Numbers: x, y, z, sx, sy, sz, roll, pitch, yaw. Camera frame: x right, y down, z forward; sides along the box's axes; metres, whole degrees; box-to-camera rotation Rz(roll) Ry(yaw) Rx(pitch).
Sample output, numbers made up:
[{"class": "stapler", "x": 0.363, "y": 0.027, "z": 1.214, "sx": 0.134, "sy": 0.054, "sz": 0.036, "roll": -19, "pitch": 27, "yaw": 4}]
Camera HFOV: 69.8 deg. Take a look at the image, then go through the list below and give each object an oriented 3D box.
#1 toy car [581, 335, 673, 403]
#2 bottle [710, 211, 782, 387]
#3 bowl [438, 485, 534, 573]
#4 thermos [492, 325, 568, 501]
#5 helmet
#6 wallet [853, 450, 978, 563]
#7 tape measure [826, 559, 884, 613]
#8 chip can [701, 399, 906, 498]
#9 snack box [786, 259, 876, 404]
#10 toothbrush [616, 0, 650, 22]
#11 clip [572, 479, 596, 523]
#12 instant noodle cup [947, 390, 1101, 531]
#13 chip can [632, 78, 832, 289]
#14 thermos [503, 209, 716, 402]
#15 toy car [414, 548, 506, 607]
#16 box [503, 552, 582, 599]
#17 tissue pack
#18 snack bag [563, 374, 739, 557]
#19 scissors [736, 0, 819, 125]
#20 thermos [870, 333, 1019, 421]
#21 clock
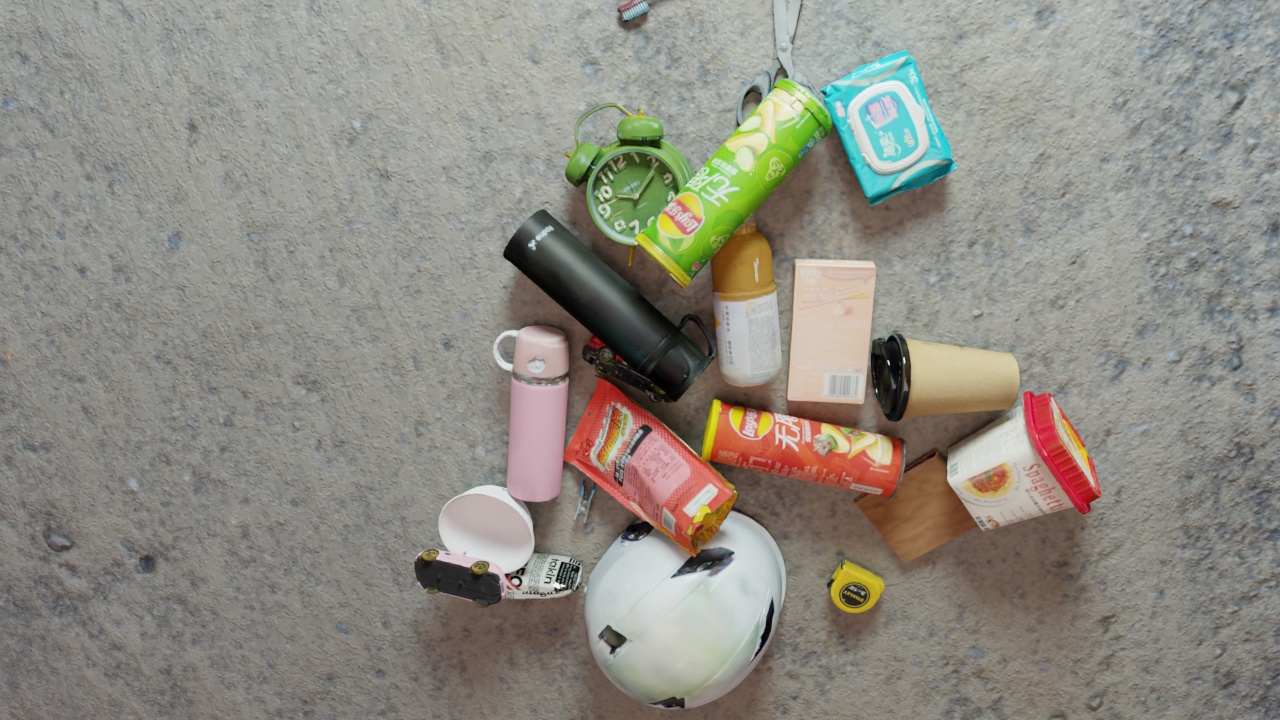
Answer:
[{"class": "toy car", "x": -0.006, "y": 0.006, "z": 1.023, "sx": 0.120, "sy": 0.053, "sz": 0.045, "roll": 30, "pitch": 72, "yaw": -2}, {"class": "bottle", "x": 0.110, "y": -0.068, "z": 0.971, "sx": 0.068, "sy": 0.068, "sz": 0.190, "roll": -4, "pitch": 106, "yaw": 9}, {"class": "bowl", "x": -0.175, "y": 0.191, "z": 1.103, "sx": 0.118, "sy": 0.064, "sz": 0.118, "roll": 6, "pitch": 118, "yaw": 11}, {"class": "thermos", "x": -0.127, "y": 0.059, "z": 1.052, "sx": 0.087, "sy": 0.067, "sz": 0.199, "roll": 6, "pitch": 111, "yaw": 4}, {"class": "helmet", "x": 0.049, "y": 0.304, "z": 1.072, "sx": 0.259, "sy": 0.145, "sz": 0.229, "roll": -37, "pitch": 101, "yaw": 18}, {"class": "wallet", "x": 0.321, "y": 0.170, "z": 1.054, "sx": 0.115, "sy": 0.020, "sz": 0.101, "roll": -38, "pitch": 99, "yaw": 21}, {"class": "tape measure", "x": 0.254, "y": 0.270, "z": 1.092, "sx": 0.060, "sy": 0.028, "sz": 0.057, "roll": 26, "pitch": 110, "yaw": -2}, {"class": "chip can", "x": 0.179, "y": 0.099, "z": 1.019, "sx": 0.216, "sy": 0.073, "sz": 0.073, "roll": 12, "pitch": 111, "yaw": 4}, {"class": "snack box", "x": 0.205, "y": -0.031, "z": 0.993, "sx": 0.084, "sy": 0.026, "sz": 0.157, "roll": 3, "pitch": 110, "yaw": 7}, {"class": "toothbrush", "x": 0.063, "y": -0.379, "z": 0.896, "sx": 0.188, "sy": 0.016, "sz": 0.017, "roll": -22, "pitch": 113, "yaw": 15}, {"class": "clip", "x": -0.069, "y": 0.171, "z": 1.107, "sx": 0.038, "sy": 0.026, "sz": 0.058, "roll": 12, "pitch": 114, "yaw": -4}, {"class": "instant noodle cup", "x": 0.402, "y": 0.113, "z": 0.978, "sx": 0.124, "sy": 0.116, "sz": 0.116, "roll": -31, "pitch": 103, "yaw": 30}, {"class": "chip can", "x": 0.092, "y": -0.173, "z": 0.895, "sx": 0.072, "sy": 0.072, "sz": 0.221, "roll": 42, "pitch": 95, "yaw": -7}, {"class": "thermos", "x": -0.027, "y": -0.064, "z": 0.981, "sx": 0.242, "sy": 0.089, "sz": 0.069, "roll": 41, "pitch": 155, "yaw": 2}, {"class": "toy car", "x": -0.212, "y": 0.254, "z": 1.088, "sx": 0.122, "sy": 0.037, "sz": 0.056, "roll": 7, "pitch": 110, "yaw": 23}, {"class": "box", "x": -0.153, "y": 0.262, "z": 1.130, "sx": 0.164, "sy": 0.068, "sz": 0.052, "roll": 0, "pitch": 128, "yaw": 5}, {"class": "tissue pack", "x": 0.244, "y": -0.228, "z": 0.905, "sx": 0.093, "sy": 0.050, "sz": 0.133, "roll": -25, "pitch": 105, "yaw": 15}, {"class": "snack bag", "x": 0.005, "y": 0.120, "z": 1.033, "sx": 0.208, "sy": 0.073, "sz": 0.129, "roll": 37, "pitch": 121, "yaw": 24}, {"class": "scissors", "x": 0.138, "y": -0.305, "z": 0.912, "sx": 0.163, "sy": 0.014, "sz": 0.165, "roll": -37, "pitch": 101, "yaw": 18}, {"class": "thermos", "x": 0.316, "y": 0.019, "z": 0.967, "sx": 0.143, "sy": 0.093, "sz": 0.093, "roll": 1, "pitch": 110, "yaw": 0}, {"class": "clock", "x": -0.011, "y": -0.188, "z": 0.953, "sx": 0.116, "sy": 0.056, "sz": 0.161, "roll": -27, "pitch": 103, "yaw": 15}]
